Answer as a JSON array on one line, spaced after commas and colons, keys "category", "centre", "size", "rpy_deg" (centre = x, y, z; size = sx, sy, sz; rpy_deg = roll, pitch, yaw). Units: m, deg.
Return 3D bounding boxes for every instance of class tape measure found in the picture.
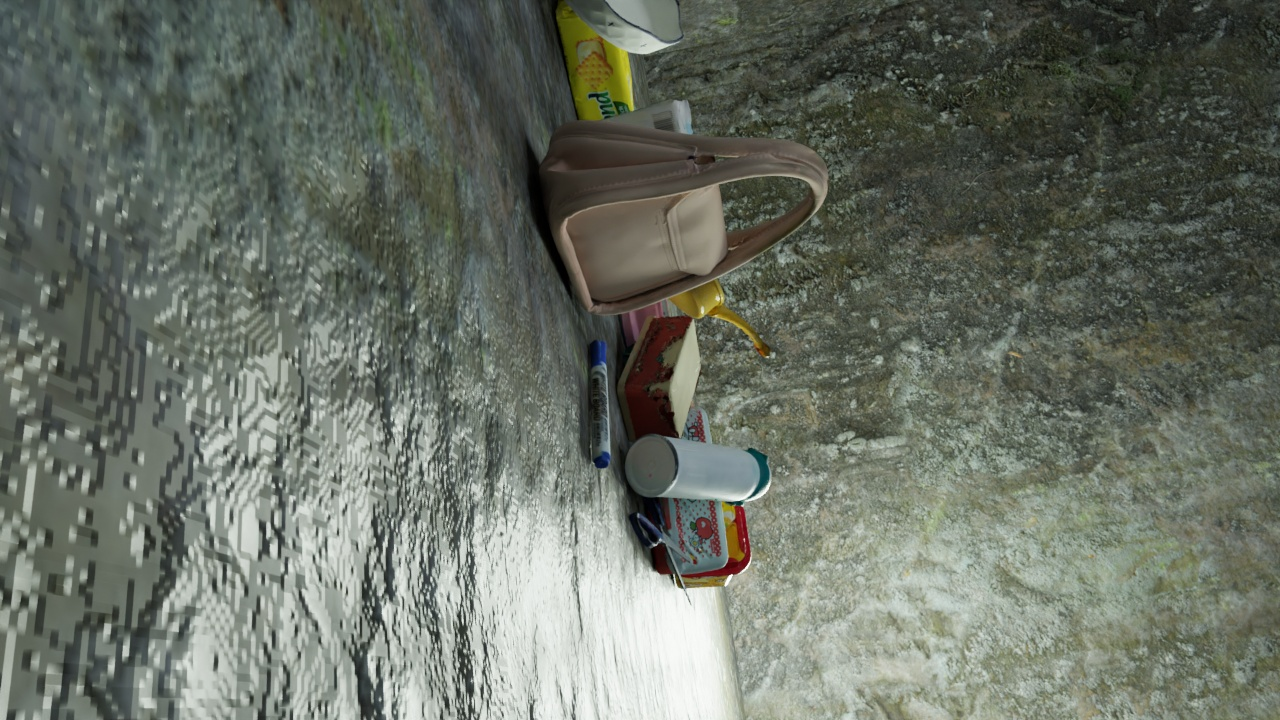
[{"category": "tape measure", "centre": [-0.007, 0.007, 1.141], "size": [0.058, 0.025, 0.054], "rpy_deg": [-52, 135, -69]}]

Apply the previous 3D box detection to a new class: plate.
[{"category": "plate", "centre": [-0.037, -0.419, 1.005], "size": [0.204, 0.046, 0.204], "rpy_deg": [34, 37, -31]}]

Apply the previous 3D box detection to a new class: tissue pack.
[{"category": "tissue pack", "centre": [-0.008, -0.199, 0.912], "size": [0.063, 0.140, 0.090], "rpy_deg": [-118, -168, -81]}]

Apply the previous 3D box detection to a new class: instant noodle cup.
[{"category": "instant noodle cup", "centre": [0.087, 0.261, 1.284], "size": [0.124, 0.116, 0.115], "rpy_deg": [93, -7, -57]}]

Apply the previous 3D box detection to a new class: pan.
[{"category": "pan", "centre": [0.083, -0.101, 1.278], "size": [0.357, 0.078, 0.198], "rpy_deg": [54, -7, -37]}]

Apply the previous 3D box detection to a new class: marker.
[{"category": "marker", "centre": [-0.037, 0.037, 0.821], "size": [0.145, 0.017, 0.017], "rpy_deg": [-94, 172, -45]}]

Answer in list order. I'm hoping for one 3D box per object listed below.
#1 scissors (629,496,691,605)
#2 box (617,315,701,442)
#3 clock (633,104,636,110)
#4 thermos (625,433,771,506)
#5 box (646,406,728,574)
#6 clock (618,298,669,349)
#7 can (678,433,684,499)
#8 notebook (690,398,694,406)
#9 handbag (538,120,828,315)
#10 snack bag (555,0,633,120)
[{"category": "scissors", "centre": [0.022, 0.188, 1.020], "size": [0.174, 0.012, 0.162], "rpy_deg": [48, 20, -54]}, {"category": "box", "centre": [0.034, 0.017, 1.090], "size": [0.167, 0.077, 0.091], "rpy_deg": [-69, 151, -54]}, {"category": "clock", "centre": [-0.016, -0.299, 1.327], "size": [0.116, 0.056, 0.161], "rpy_deg": [38, 37, -71]}, {"category": "thermos", "centre": [0.074, 0.129, 1.045], "size": [0.224, 0.073, 0.073], "rpy_deg": [15, 62, -52]}, {"category": "box", "centre": [0.054, 0.159, 1.128], "size": [0.095, 0.098, 0.201], "rpy_deg": [45, 36, -79]}, {"category": "clock", "centre": [0.010, -0.043, 1.226], "size": [0.117, 0.060, 0.159], "rpy_deg": [-88, 168, -61]}, {"category": "can", "centre": [0.035, 0.111, 1.219], "size": [0.058, 0.058, 0.146], "rpy_deg": [53, 28, -78]}, {"category": "notebook", "centre": [0.054, 0.105, 1.310], "size": [0.212, 0.012, 0.149], "rpy_deg": [97, -18, -50]}, {"category": "handbag", "centre": [0.043, -0.127, 0.776], "size": [0.193, 0.234, 0.093], "rpy_deg": [67, 16, -67]}, {"category": "snack bag", "centre": [-0.046, -0.344, 1.136], "size": [0.157, 0.068, 0.247], "rpy_deg": [-91, 171, -57]}]
